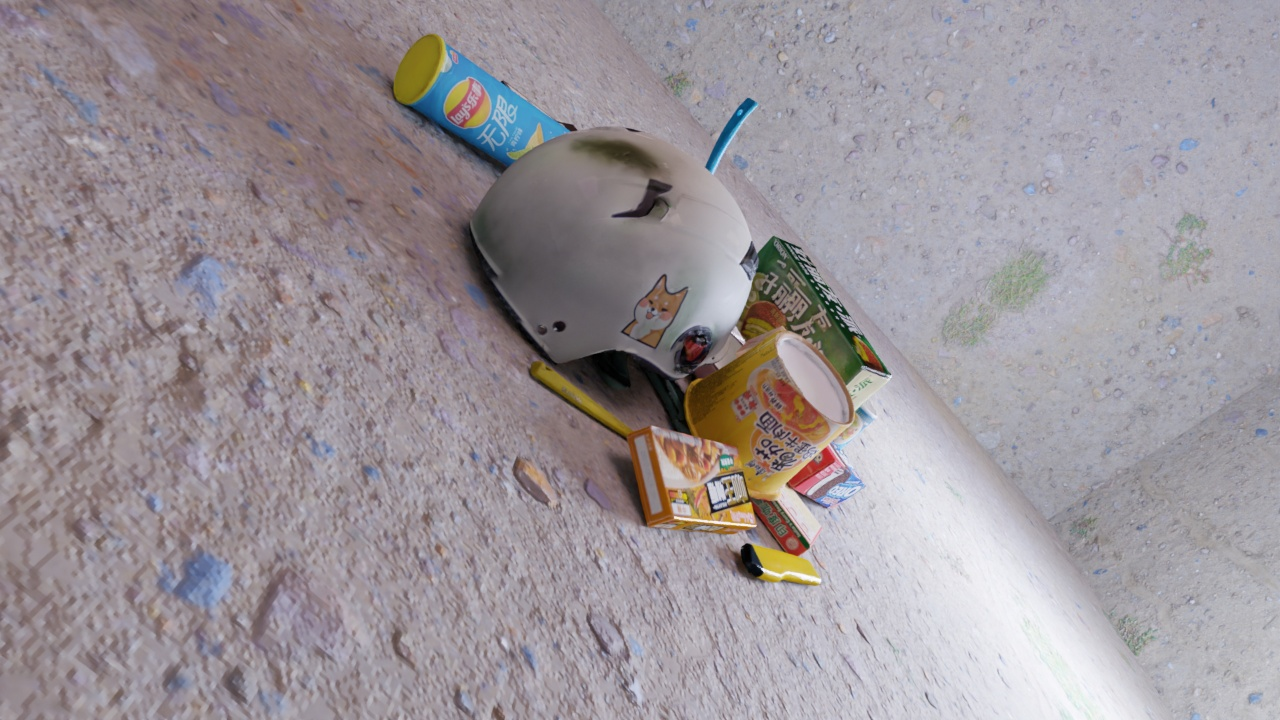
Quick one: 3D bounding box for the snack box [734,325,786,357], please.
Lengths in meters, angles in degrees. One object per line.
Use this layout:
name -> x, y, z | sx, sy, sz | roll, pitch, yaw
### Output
snack box -> 0.153, 0.010, 0.995 | 0.084, 0.026, 0.157 | 49, -8, -1

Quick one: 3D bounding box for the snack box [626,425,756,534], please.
snack box -> 0.045, 0.101, 0.753 | 0.153, 0.026, 0.075 | 20, 51, -56

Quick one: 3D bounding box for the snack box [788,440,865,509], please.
snack box -> 0.201, 0.120, 1.031 | 0.058, 0.057, 0.207 | 58, 10, 24

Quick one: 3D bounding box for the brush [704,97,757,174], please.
brush -> 0.069, -0.199, 1.107 | 0.045, 0.255, 0.083 | 20, 19, -27

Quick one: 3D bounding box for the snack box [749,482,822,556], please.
snack box -> 0.122, 0.122, 0.927 | 0.155, 0.027, 0.077 | 53, 17, 9

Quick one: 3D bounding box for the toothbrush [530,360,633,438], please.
toothbrush -> -0.017, 0.050, 0.752 | 0.190, 0.017, 0.015 | 37, 23, -35

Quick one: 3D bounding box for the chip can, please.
chip can -> -0.142, -0.241, 0.925 | 0.210, 0.071, 0.071 | 25, 30, -46

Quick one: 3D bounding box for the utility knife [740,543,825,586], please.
utility knife -> 0.132, 0.190, 0.833 | 0.170, 0.015, 0.033 | 28, 34, -53

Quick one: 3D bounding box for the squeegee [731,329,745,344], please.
squeegee -> 0.121, -0.048, 1.253 | 0.249, 0.040, 0.247 | 21, 18, -46

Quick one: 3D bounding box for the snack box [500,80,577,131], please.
snack box -> -0.111, -0.259, 1.079 | 0.125, 0.053, 0.113 | 28, 23, -51

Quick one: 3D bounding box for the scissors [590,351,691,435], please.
scissors -> -0.005, 0.005, 0.872 | 0.180, 0.019, 0.170 | 15, 40, -60

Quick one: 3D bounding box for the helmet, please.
helmet -> -0.002, -0.112, 0.797 | 0.273, 0.157, 0.229 | 6, 44, -33

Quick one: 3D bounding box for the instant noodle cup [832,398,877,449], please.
instant noodle cup -> 0.234, 0.075, 1.159 | 0.099, 0.110, 0.099 | 43, 19, -19

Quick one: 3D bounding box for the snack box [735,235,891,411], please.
snack box -> 0.196, -0.033, 1.127 | 0.063, 0.115, 0.239 | 15, 37, -40

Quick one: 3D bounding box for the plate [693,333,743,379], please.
plate -> 0.109, 0.026, 1.071 | 0.192, 0.039, 0.192 | 44, 18, -19

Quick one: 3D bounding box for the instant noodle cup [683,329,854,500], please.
instant noodle cup -> 0.127, 0.046, 0.870 | 0.138, 0.110, 0.137 | 34, 33, -26
